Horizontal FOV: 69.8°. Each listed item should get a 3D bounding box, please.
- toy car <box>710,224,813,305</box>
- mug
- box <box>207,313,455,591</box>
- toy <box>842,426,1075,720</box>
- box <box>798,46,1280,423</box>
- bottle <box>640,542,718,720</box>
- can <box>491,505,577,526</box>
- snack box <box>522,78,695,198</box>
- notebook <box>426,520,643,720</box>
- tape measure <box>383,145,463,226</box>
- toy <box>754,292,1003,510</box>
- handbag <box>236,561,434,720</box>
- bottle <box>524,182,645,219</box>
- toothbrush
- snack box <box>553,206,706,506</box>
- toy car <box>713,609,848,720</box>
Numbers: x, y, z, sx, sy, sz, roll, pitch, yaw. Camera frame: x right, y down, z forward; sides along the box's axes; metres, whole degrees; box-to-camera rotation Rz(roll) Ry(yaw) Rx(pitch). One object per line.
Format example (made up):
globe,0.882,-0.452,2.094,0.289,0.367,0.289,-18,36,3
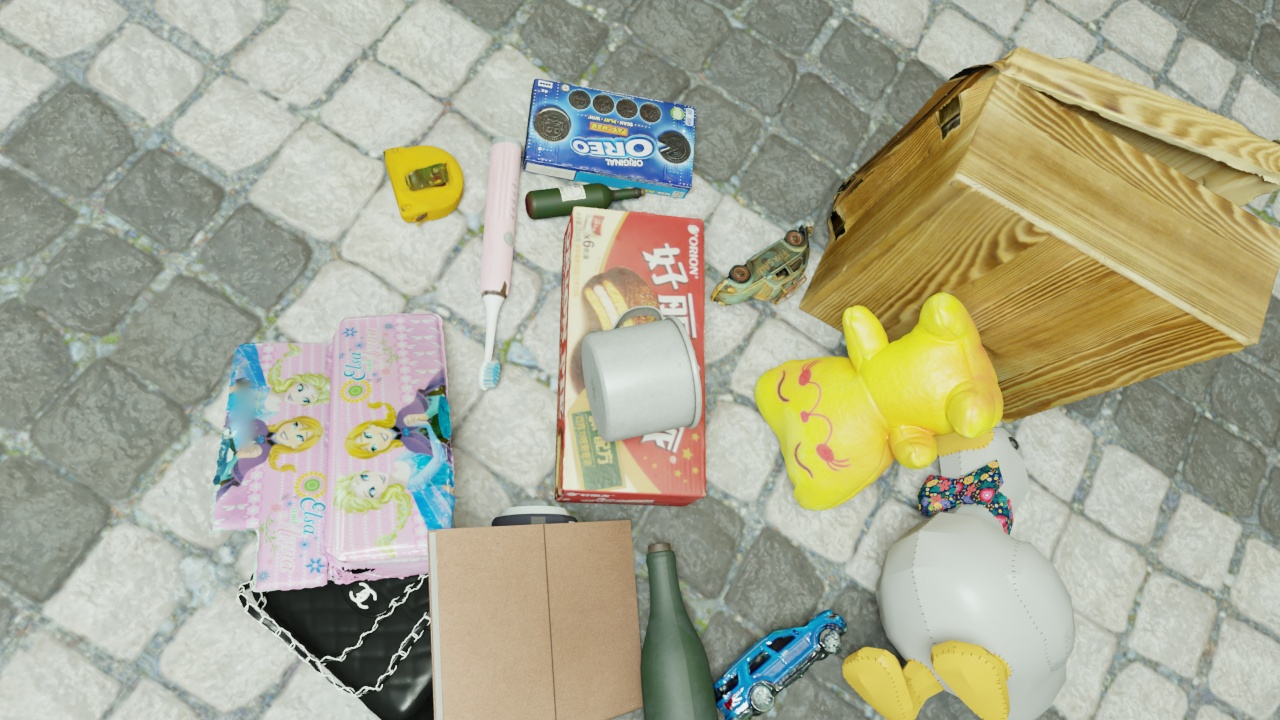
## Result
toy car,0.115,-0.074,0.801,0.111,0.047,0.047,-33,78,-19
mug,-0.004,0.004,0.674,0.070,0.084,0.113,-11,48,-13
box,-0.213,0.053,0.643,0.159,0.035,0.230,-4,45,-13
toy,0.265,0.171,0.724,0.247,0.141,0.266,57,45,-11
box,0.292,-0.098,0.729,0.247,0.280,0.175,27,74,-4
bottle,0.025,0.225,0.690,0.055,0.055,0.174,-3,73,-14
can,-0.078,0.174,0.675,0.064,0.064,0.127,2,73,-12
snack box,-0.026,-0.196,0.816,0.150,0.027,0.082,6,73,-11
notebook,-0.063,0.183,0.625,0.208,0.008,0.141,12,70,-56
tape measure,-0.177,-0.148,0.767,0.058,0.030,0.068,-15,78,-15
toy,0.188,0.029,0.729,0.087,0.194,0.134,0,64,-49
handbag,-0.173,0.151,0.614,0.154,0.115,0.125,31,68,25
bottle,-0.047,-0.140,0.796,0.106,0.025,0.025,-10,76,-15
toothbrush,-0.119,-0.083,0.762,0.027,0.027,0.222,21,65,-48
snack box,-0.008,-0.002,0.745,0.113,0.060,0.236,5,74,-12
toy car,0.107,0.232,0.705,0.120,0.056,0.043,-33,70,-15
